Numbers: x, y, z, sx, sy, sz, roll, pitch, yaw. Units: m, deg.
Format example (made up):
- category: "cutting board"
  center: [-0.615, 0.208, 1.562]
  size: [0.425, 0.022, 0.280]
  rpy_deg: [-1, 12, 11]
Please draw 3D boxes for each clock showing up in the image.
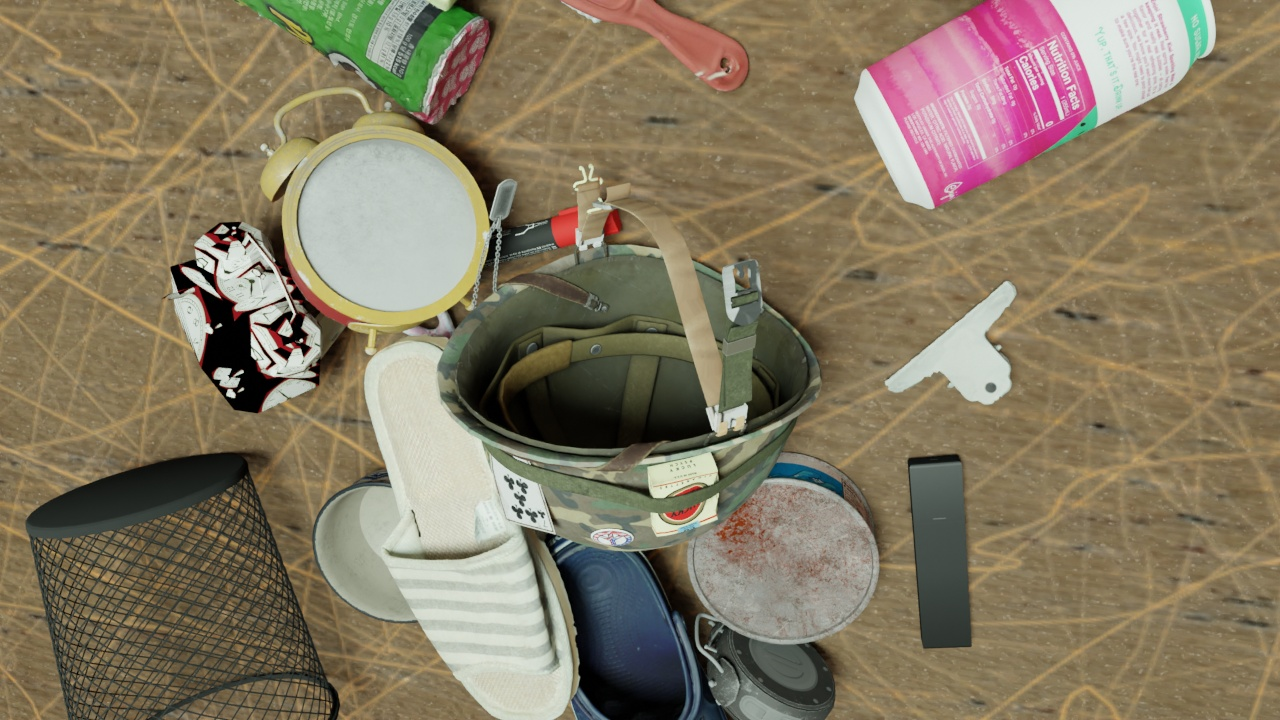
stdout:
- category: "clock"
  center: [-0.168, -0.090, 0.568]
  size: [0.117, 0.081, 0.159]
  rpy_deg: [-27, 96, -23]
- category: "clock"
  center: [0.087, 0.228, 0.657]
  size: [0.123, 0.091, 0.044]
  rpy_deg: [24, 111, -6]
- category: "clock"
  center: [-0.264, -0.026, 0.604]
  size: [0.155, 0.064, 0.114]
  rpy_deg: [-33, 88, 52]

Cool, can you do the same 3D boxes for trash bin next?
- category: "trash bin"
  center: [-0.342, 0.192, 0.680]
  size: [0.184, 0.183, 0.210]
  rpy_deg: [-7, 102, 12]

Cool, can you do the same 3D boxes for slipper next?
- category: "slipper"
  center: [-0.116, 0.116, 0.601]
  size: [0.115, 0.053, 0.272]
  rpy_deg: [-15, 97, 29]
- category: "slipper"
  center: [-0.005, 0.232, 0.657]
  size: [0.105, 0.095, 0.253]
  rpy_deg: [-25, 111, -5]

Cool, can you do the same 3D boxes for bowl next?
- category: "bowl"
  center: [-0.177, 0.130, 0.685]
  size: [0.115, 0.059, 0.116]
  rpy_deg: [3, 110, 9]

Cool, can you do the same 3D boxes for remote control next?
- category: "remote control"
  center: [0.211, 0.137, 0.646]
  size: [0.034, 0.013, 0.150]
  rpy_deg: [-6, 109, 12]

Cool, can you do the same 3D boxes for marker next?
- category: "marker"
  center: [-0.085, -0.080, 0.616]
  size: [0.145, 0.021, 0.023]
  rpy_deg: [-13, 84, 14]

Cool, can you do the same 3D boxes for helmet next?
- category: "helmet"
  center: [-0.004, 0.004, 0.532]
  size: [0.224, 0.192, 0.237]
  rpy_deg: [1, 126, -32]

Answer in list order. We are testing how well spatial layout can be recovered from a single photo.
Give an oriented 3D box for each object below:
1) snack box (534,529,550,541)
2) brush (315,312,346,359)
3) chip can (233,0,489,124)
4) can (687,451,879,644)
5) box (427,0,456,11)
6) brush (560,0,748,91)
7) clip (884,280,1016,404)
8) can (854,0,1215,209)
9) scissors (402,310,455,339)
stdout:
- category: "snack box"
  center: [-0.076, 0.123, 0.676]
  size: [0.088, 0.033, 0.154]
  rpy_deg: [6, 111, 2]
- category: "brush"
  center: [-0.203, -0.049, 0.652]
  size: [0.033, 0.012, 0.218]
  rpy_deg: [43, 112, -6]
- category: "chip can"
  center: [-0.204, -0.232, 0.554]
  size: [0.223, 0.075, 0.076]
  rpy_deg: [32, 111, -1]
- category: "can"
  center: [0.100, 0.132, 0.647]
  size: [0.130, 0.044, 0.130]
  rpy_deg: [3, 110, 9]
- category: "box"
  center: [-0.155, -0.301, 0.531]
  size: [0.188, 0.048, 0.140]
  rpy_deg: [30, 83, -3]
- category: "brush"
  center: [-0.011, -0.208, 0.537]
  size: [0.172, 0.030, 0.041]
  rpy_deg: [25, 89, -24]
- category: "clip"
  center: [0.215, 0.001, 0.596]
  size: [0.102, 0.040, 0.054]
  rpy_deg: [-43, 79, 21]
- category: "can"
  center: [0.208, -0.156, 0.501]
  size: [0.166, 0.088, 0.088]
  rpy_deg: [-27, 103, 17]
- category: "scissors"
  center: [-0.135, -0.004, 0.650]
  size: [0.171, 0.014, 0.168]
  rpy_deg: [-24, 110, 18]
